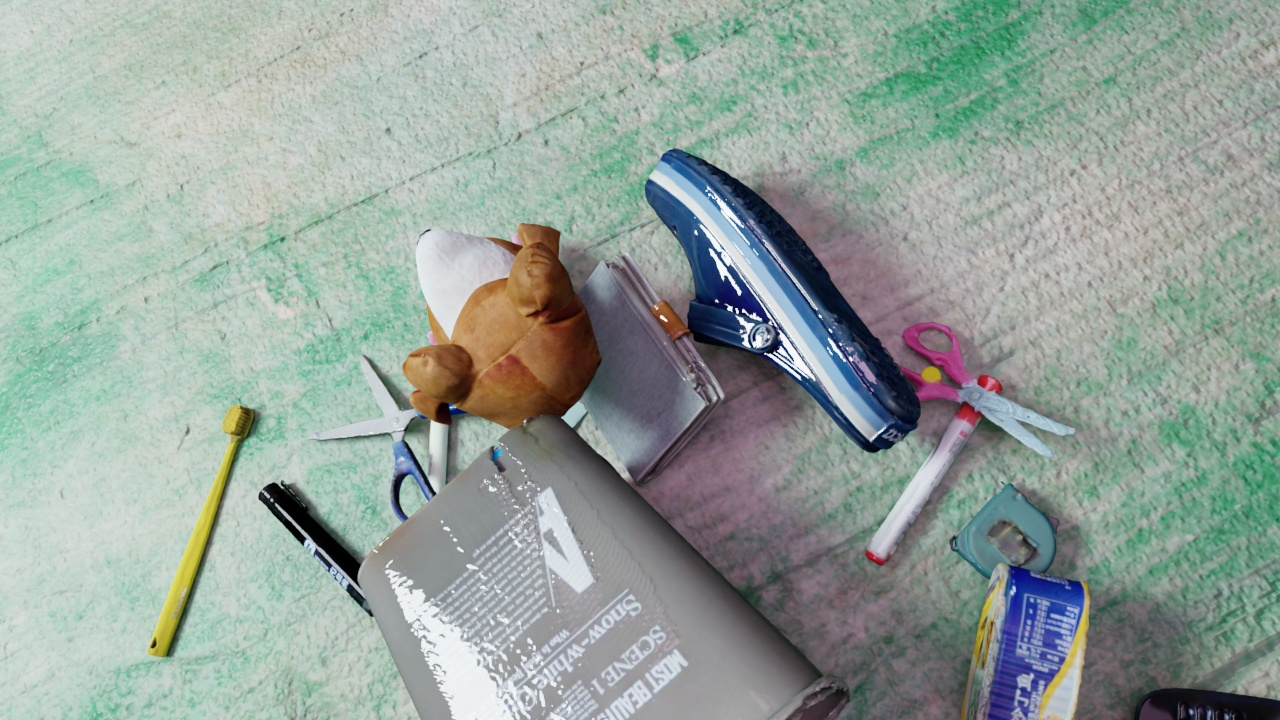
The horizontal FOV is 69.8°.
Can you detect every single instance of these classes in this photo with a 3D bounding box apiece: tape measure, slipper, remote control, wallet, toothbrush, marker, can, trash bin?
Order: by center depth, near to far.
[{"bbox_3d":[0.350,0.217,0.518,0.136,0.024,0.053,6,77,11],"label":"remote control"},{"bbox_3d":[0.216,0.193,0.525,0.049,0.074,0.148,13,81,16],"label":"can"},{"bbox_3d":[-0.027,0.169,0.525,0.199,0.199,0.219,-40,64,-4],"label":"trash bin"},{"bbox_3d":[0.232,0.112,0.575,0.058,0.025,0.054,-45,69,-5],"label":"tape measure"},{"bbox_3d":[0.192,0.071,0.601,0.017,0.017,0.145,34,81,19],"label":"marker"},{"bbox_3d":[0.084,-0.035,0.620,0.095,0.105,0.252,-44,65,17],"label":"slipper"},{"bbox_3d":[-0.004,0.004,0.632,0.129,0.036,0.107,55,127,21],"label":"wallet"},{"bbox_3d":[-0.149,0.122,0.649,0.029,0.020,0.189,-23,60,48],"label":"toothbrush"},{"bbox_3d":[-0.227,0.134,0.661,0.132,0.020,0.022,37,53,21],"label":"marker"},{"bbox_3d":[-0.329,0.124,0.684,0.016,0.016,0.190,10,74,14],"label":"toothbrush"}]

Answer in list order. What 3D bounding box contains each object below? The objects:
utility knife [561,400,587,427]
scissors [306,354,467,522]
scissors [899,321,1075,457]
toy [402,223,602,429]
[{"bbox_3d":[-0.099,0.094,0.640,0.034,0.018,0.185,37,73,13],"label":"utility knife"},{"bbox_3d":[-0.167,0.050,0.664,0.176,0.012,0.162,-19,58,10],"label":"scissors"},{"bbox_3d":[0.222,0.015,0.599,0.138,0.017,0.076,24,69,35],"label":"scissors"},{"bbox_3d":[-0.099,-0.031,0.602,0.140,0.199,0.130,-40,108,3],"label":"toy"}]
